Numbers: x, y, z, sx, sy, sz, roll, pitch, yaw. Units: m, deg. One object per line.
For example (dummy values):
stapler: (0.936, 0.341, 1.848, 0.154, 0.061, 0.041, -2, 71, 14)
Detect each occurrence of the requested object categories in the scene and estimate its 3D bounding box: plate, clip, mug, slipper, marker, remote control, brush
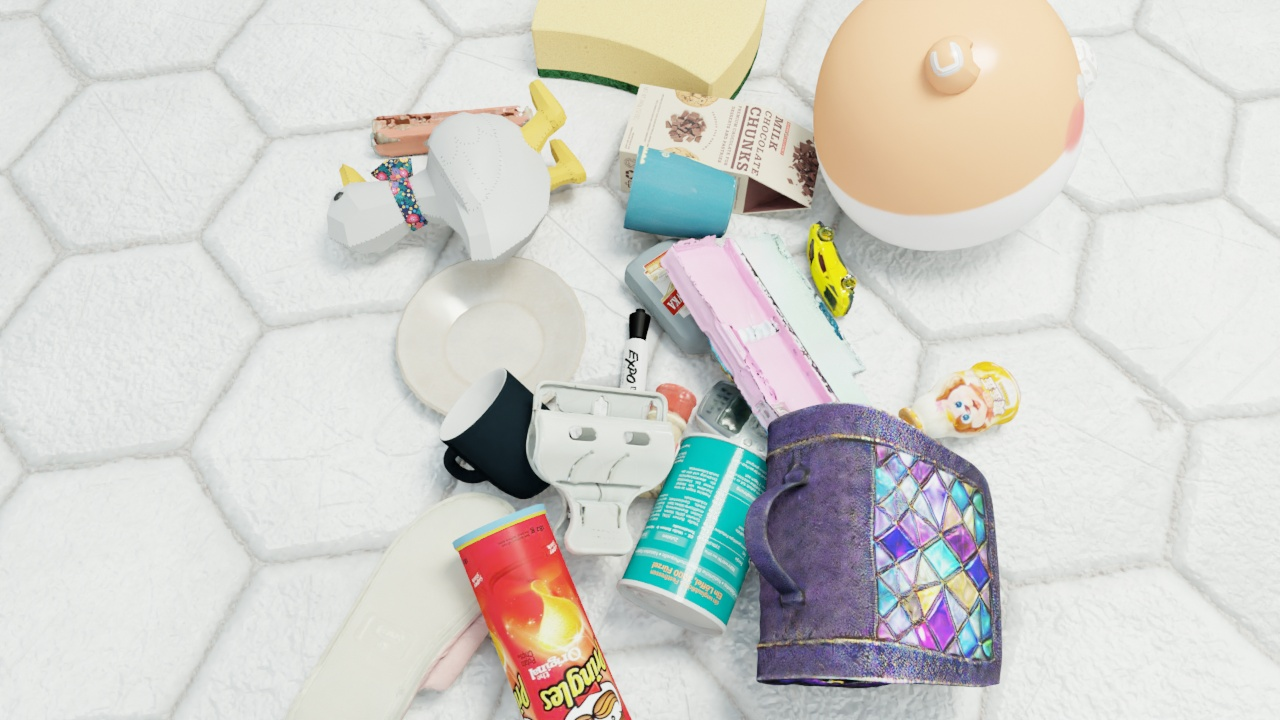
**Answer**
plate: (-0.149, -0.021, 0.922, 0.189, 0.027, 0.188, 0, 64, 1)
clip: (-0.035, 0.094, 0.783, 0.125, 0.082, 0.147, 7, 80, -18)
mug: (0.041, -0.165, 0.946, 0.104, 0.112, 0.084, 11, 89, -1)
slipper: (-0.195, 0.229, 0.783, 0.114, 0.054, 0.273, 25, 57, 17)
marker: (-0.005, 0.005, 0.909, 0.025, 0.025, 0.125, 4, 64, 3)
mug: (-0.132, 0.077, 0.837, 0.122, 0.094, 0.085, -32, 26, 28)
remote control: (0.109, 0.066, 0.875, 0.114, 0.028, 0.060, 33, 68, 16)
brush: (0.014, -0.398, 1.078, 0.250, 0.075, 0.194, 20, 66, 10)

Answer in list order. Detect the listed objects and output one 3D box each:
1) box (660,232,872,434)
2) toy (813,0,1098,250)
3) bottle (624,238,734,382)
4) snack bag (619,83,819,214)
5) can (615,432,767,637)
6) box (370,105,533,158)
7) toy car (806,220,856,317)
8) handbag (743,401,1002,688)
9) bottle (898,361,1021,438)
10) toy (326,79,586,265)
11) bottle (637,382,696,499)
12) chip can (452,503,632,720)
box: (0.136, -0.028, 0.888, 0.158, 0.035, 0.230, -17, 69, -38)
toy: (0.299, -0.251, 0.892, 0.266, 0.281, 0.262, -11, 62, 18)
bottle: (0.057, -0.047, 0.921, 0.072, 0.046, 0.161, -32, 68, -16)
snack bag: (0.089, -0.222, 0.994, 0.206, 0.070, 0.094, 12, 65, 6)
can: (0.053, 0.150, 0.795, 0.099, 0.099, 0.143, 21, 66, 11)
box: (-0.211, -0.264, 1.035, 0.187, 0.058, 0.053, -5, 33, -3)
toy car: (0.192, -0.094, 0.942, 0.030, 0.049, 0.106, -14, 63, -5)
handbag: (0.171, 0.154, 0.725, 0.221, 0.126, 0.204, 22, 62, -31)
bottle: (0.299, 0.043, 0.864, 0.108, 0.063, 0.063, -21, 65, -9)
toy: (-0.186, -0.171, 0.935, 0.267, 0.141, 0.246, -30, 47, -10)
bottle: (0.017, 0.075, 0.864, 0.044, 0.044, 0.109, 19, 66, 10)
chip can: (-0.074, 0.230, 0.738, 0.087, 0.087, 0.213, -22, 80, -10)
